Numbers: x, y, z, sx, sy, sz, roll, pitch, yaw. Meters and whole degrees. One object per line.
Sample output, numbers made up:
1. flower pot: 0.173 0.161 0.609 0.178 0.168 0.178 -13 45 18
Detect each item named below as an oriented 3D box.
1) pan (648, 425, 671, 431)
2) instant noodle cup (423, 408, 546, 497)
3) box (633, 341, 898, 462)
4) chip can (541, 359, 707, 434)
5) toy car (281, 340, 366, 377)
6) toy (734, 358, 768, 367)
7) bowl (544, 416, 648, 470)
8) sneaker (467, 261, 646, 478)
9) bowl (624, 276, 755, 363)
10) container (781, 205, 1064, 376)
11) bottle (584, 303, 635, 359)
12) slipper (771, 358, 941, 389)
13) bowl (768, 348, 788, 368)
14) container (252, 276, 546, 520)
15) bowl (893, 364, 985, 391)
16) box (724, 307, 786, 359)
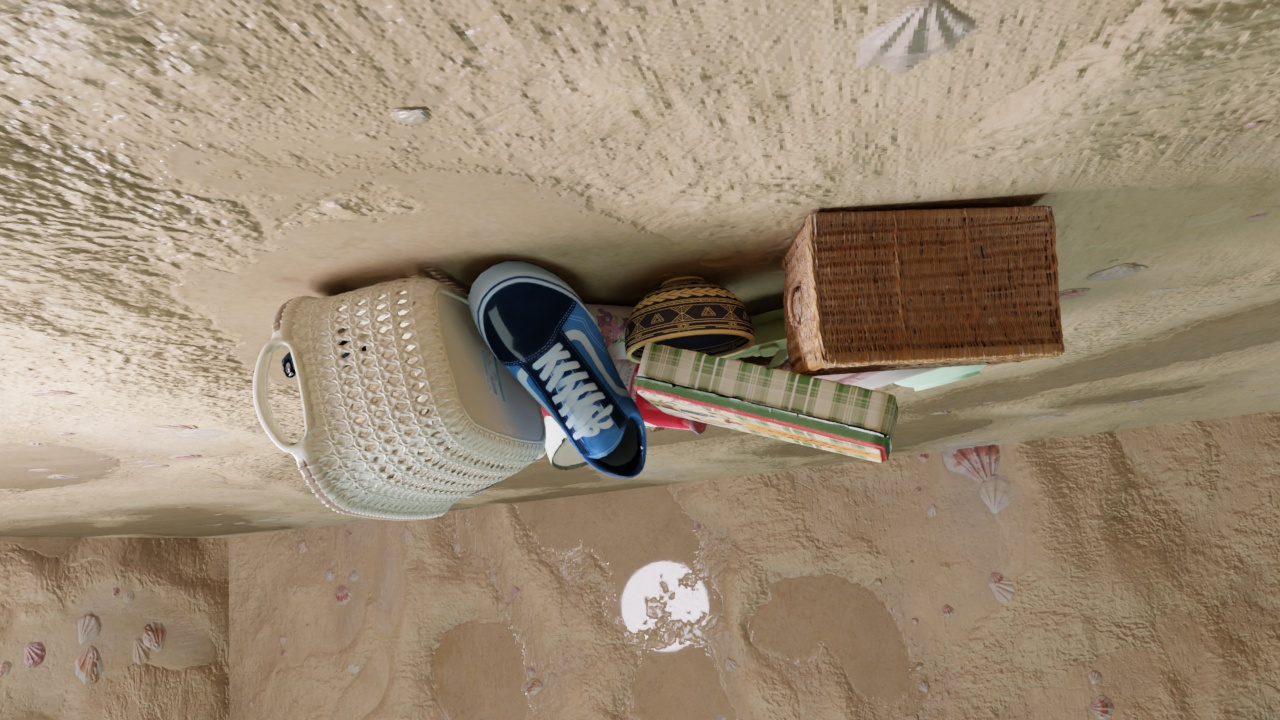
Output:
1. pan: 0.163 0.047 1.136 0.356 0.040 0.208 -15 172 -26
2. instant noodle cup: -0.185 0.090 1.141 0.112 0.137 0.137 -22 162 25
3. box: 0.104 0.035 0.750 0.206 0.050 0.117 12 174 17
4. chip can: -0.048 0.027 0.915 0.233 0.073 0.073 4 172 21
5. toy car: -0.297 -0.006 0.857 0.046 0.034 0.112 6 164 -42
6. toy: 0.117 0.020 1.140 0.109 0.047 0.064 -5 174 -43
7. bowl: -0.057 0.064 1.129 0.153 0.073 0.154 -28 157 -13
8. sneaker: -0.050 0.018 0.758 0.083 0.098 0.241 -36 135 -4
9. bowl: 0.040 -0.038 0.802 0.112 0.061 0.112 -6 168 -1
10. container: 0.211 -0.049 0.718 0.198 0.113 0.113 -3 173 -6
11. bottle: -0.053 -0.027 0.835 0.146 0.051 0.051 2 166 -31
12. slipper: 0.191 0.006 0.881 0.275 0.054 0.114 -18 -179 30
13. bowl: 0.202 0.011 1.004 0.116 0.116 0.066 0 131 -26
14. container: -0.183 0.031 0.765 0.143 0.184 0.246 -19 166 11
15. bowl: 0.306 -0.014 0.948 0.151 0.077 0.151 -15 175 -2
16. box: 0.149 -0.033 0.918 0.188 0.044 0.140 -13 -173 32
